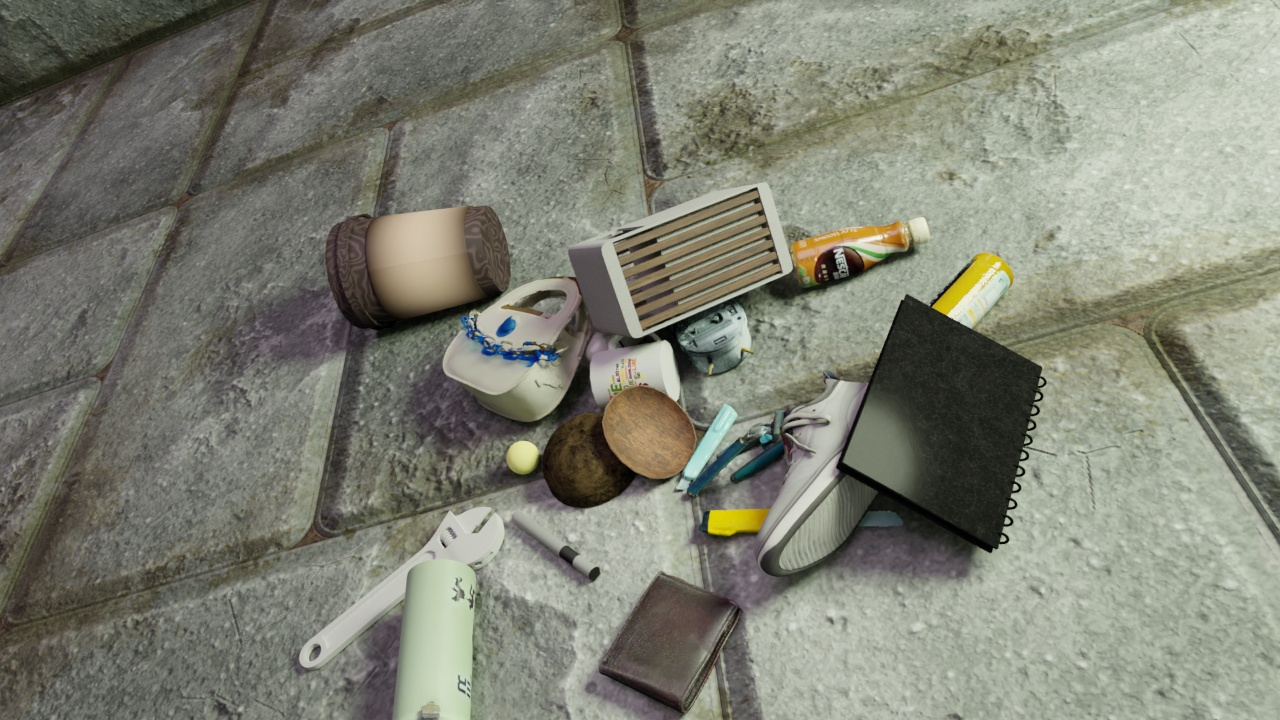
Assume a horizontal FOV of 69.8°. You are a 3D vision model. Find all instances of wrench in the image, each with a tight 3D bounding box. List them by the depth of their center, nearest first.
[{"bbox_3d":[-0.273,0.266,1.057,0.273,0.018,0.087,-40,47,-10],"label":"wrench"}]

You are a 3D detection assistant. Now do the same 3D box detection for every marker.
[{"bbox_3d":[-0.097,0.205,1.028,0.141,0.016,0.016,26,65,40],"label":"marker"}]

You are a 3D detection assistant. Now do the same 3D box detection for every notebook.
[{"bbox_3d":[0.302,0.055,0.897,0.169,0.019,0.230,29,55,3],"label":"notebook"}]

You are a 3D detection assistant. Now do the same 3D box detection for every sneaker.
[{"bbox_3d":[0.176,0.101,0.926,0.129,0.097,0.262,20,53,39],"label":"sneaker"}]

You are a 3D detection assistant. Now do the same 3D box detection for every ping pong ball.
[{"bbox_3d":[-0.142,0.118,1.111,0.040,0.040,0.040,-13,46,14],"label":"ping pong ball"}]

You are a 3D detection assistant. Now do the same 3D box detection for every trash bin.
[{"bbox_3d":[0.048,-0.123,1.118,0.228,0.114,0.114,-24,14,-20],"label":"trash bin"}]

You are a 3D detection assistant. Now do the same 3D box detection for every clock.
[{"bbox_3d":[0.086,-0.039,1.135,0.090,0.052,0.129,-27,45,1],"label":"clock"}]

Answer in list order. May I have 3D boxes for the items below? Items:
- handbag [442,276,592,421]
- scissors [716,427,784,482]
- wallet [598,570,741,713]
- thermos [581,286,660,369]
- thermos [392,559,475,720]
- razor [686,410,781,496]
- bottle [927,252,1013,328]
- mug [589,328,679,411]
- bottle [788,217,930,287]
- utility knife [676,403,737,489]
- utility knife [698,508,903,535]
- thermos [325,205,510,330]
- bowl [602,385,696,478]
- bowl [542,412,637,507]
[{"bbox_3d":[-0.152,-0.033,1.181,0.201,0.093,0.199,14,68,45],"label":"handbag"},{"bbox_3d":[0.150,0.084,1.018,0.148,0.019,0.131,6,54,31],"label":"scissors"},{"bbox_3d":[0.030,0.273,0.898,0.099,0.031,0.119,15,56,32],"label":"wallet"},{"bbox_3d":[0.009,-0.071,1.200,0.223,0.052,0.052,-45,47,-17],"label":"thermos"},{"bbox_3d":[-0.209,0.319,0.931,0.082,0.082,0.231,-17,45,11],"label":"thermos"},{"bbox_3d":[0.096,0.102,0.975,0.144,0.022,0.042,-44,16,32],"label":"razor"},{"bbox_3d":[0.338,-0.042,1.018,0.186,0.053,0.053,-44,47,-15],"label":"bottle"},{"bbox_3d":[-0.007,0.007,1.116,0.090,0.073,0.105,-10,63,18],"label":"mug"},{"bbox_3d":[0.270,-0.139,1.133,0.167,0.059,0.059,-15,46,12],"label":"bottle"},{"bbox_3d":[0.075,0.098,1.043,0.022,0.015,0.119,25,64,22],"label":"utility knife"},{"bbox_3d":[0.161,0.165,0.940,0.207,0.018,0.030,-6,53,20],"label":"utility knife"},{"bbox_3d":[-0.320,-0.144,1.352,0.226,0.173,0.172,-9,47,9],"label":"thermos"},{"bbox_3d":[0.007,0.085,1.052,0.114,0.026,0.101,44,62,3],"label":"bowl"},{"bbox_3d":[-0.064,0.106,1.073,0.121,0.056,0.121,-13,46,14],"label":"bowl"}]
